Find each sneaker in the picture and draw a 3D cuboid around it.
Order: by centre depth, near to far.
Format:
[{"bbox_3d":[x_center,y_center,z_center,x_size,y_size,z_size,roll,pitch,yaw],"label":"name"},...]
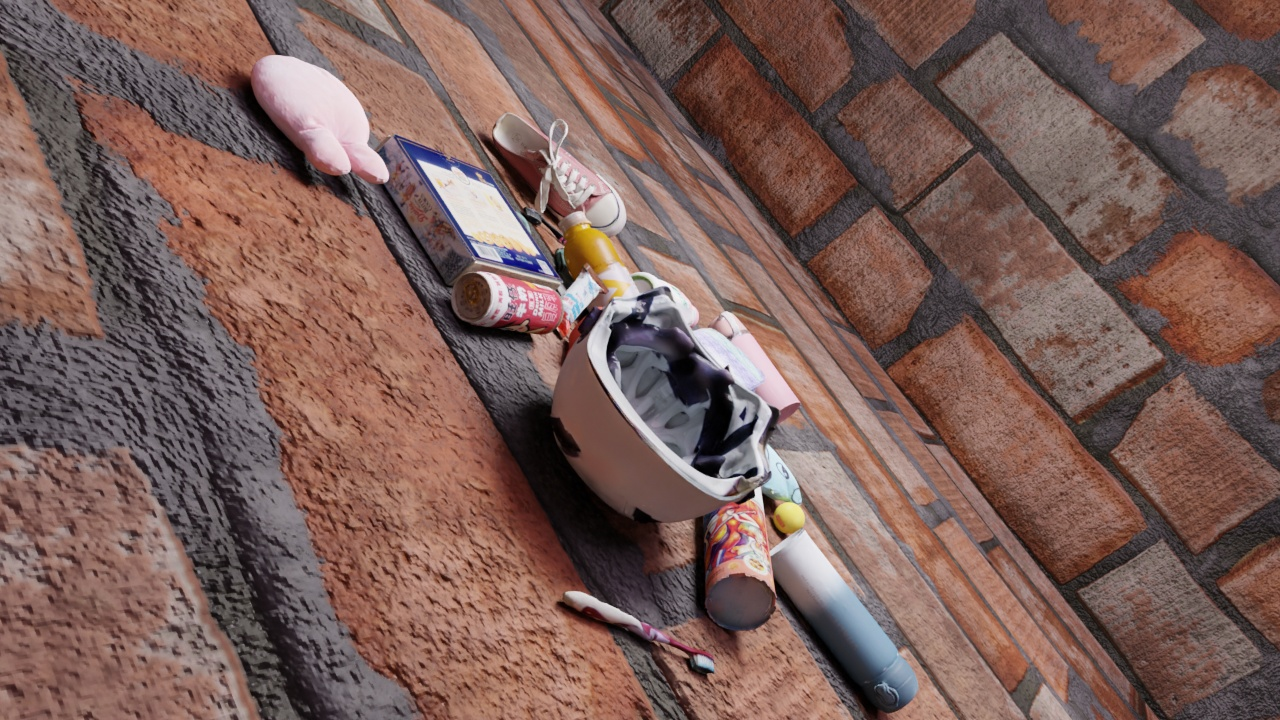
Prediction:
[{"bbox_3d":[-0.121,-0.268,1.317,0.241,0.118,0.088,43,1,0],"label":"sneaker"}]

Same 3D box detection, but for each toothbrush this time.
[{"bbox_3d":[0.002,0.226,0.755,0.187,0.016,0.017,36,32,-36],"label":"toothbrush"},{"bbox_3d":[-0.097,-0.162,1.306,0.189,0.014,0.017,35,33,-37],"label":"toothbrush"}]

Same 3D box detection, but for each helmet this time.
[{"bbox_3d":[0.004,0.060,0.881,0.229,0.146,0.257,45,29,-5],"label":"helmet"}]

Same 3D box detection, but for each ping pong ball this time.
[{"bbox_3d":[0.193,0.205,1.192,0.040,0.040,0.040,42,19,-19],"label":"ping pong ball"}]

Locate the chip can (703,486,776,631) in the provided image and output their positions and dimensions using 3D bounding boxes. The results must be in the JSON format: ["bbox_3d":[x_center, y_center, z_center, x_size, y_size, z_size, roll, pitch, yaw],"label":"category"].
[{"bbox_3d":[0.100,0.188,0.967,0.071,0.071,0.214,44,20,-16],"label":"chip can"}]

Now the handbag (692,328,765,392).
[{"bbox_3d":[0.095,0.015,1.290,0.134,0.076,0.193,42,16,11],"label":"handbag"}]

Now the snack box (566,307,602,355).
[{"bbox_3d":[-0.034,-0.012,1.047,0.091,0.082,0.080,42,10,-23],"label":"snack box"}]

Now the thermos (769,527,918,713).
[{"bbox_3d":[0.230,0.299,1.053,0.220,0.070,0.070,52,19,10],"label":"thermos"}]

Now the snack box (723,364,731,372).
[{"bbox_3d":[0.067,0.069,1.057,0.053,0.113,0.125,50,19,1],"label":"snack box"}]

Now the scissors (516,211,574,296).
[{"bbox_3d":[-0.108,-0.120,1.187,0.176,0.019,0.175,20,32,-57],"label":"scissors"}]

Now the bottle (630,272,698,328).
[{"bbox_3d":[0.035,-0.079,1.364,0.068,0.068,0.196,56,16,21],"label":"bottle"}]

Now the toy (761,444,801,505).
[{"bbox_3d":[0.155,0.132,1.239,0.161,0.050,0.156,38,20,-7],"label":"toy"}]

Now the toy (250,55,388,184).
[{"bbox_3d":[-0.308,-0.231,0.888,0.121,0.054,0.159,4,47,-55],"label":"toy"}]

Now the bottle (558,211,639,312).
[{"bbox_3d":[-0.047,-0.099,1.162,0.189,0.068,0.068,63,20,7],"label":"bottle"}]

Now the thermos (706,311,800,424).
[{"bbox_3d":[0.183,0.007,1.506,0.198,0.067,0.087,59,-15,22],"label":"thermos"}]

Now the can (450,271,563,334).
[{"bbox_3d":[-0.135,-0.058,0.943,0.053,0.053,0.132,55,19,18],"label":"can"}]

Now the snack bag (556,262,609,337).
[{"bbox_3d":[-0.078,-0.072,1.089,0.048,0.026,0.104,49,56,-8],"label":"snack bag"}]

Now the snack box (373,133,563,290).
[{"bbox_3d":[-0.189,-0.152,1.021,0.182,0.046,0.177,55,19,18],"label":"snack box"}]
